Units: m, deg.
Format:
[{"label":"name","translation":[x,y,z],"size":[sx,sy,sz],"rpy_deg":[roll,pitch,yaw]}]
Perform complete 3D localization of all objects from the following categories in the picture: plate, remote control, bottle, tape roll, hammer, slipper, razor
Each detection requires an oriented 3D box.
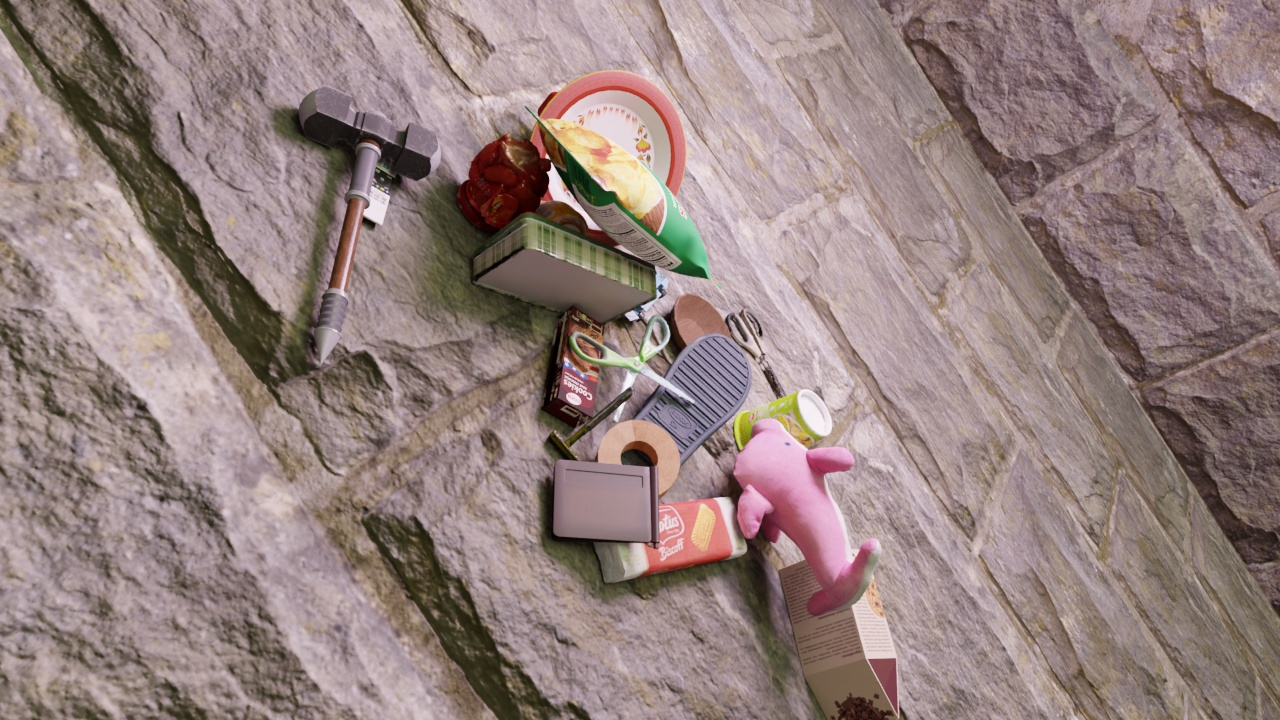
[{"label":"plate","translation":[-0.044,-0.262,1.202],"size":[0.229,0.230,0.021],"rpy_deg":[26,7,-35]},{"label":"remote control","translation":[-0.288,-0.198,1.014],"size":[0.028,0.012,0.124],"rpy_deg":[29,45,-32]},{"label":"bottle","translation":[-0.159,-0.204,1.081],"size":[0.099,0.111,0.098],"rpy_deg":[28,45,-33]},{"label":"tape roll","translation":[-0.004,0.115,1.035],"size":[0.094,0.027,0.093],"rpy_deg":[5,63,-9]},{"label":"hammer","translation":[-0.292,-0.133,0.926],"size":[0.156,0.043,0.321],"rpy_deg":[19,52,-27]},{"label":"bottle","translation":[-0.107,-0.167,1.129],"size":[0.063,0.063,0.108],"rpy_deg":[28,10,-33]},{"label":"slipper","translation":[0.046,0.075,1.137],"size":[0.101,0.083,0.262],"rpy_deg":[38,58,6]},{"label":"razor","translation":[-0.048,0.066,1.028],"size":[0.042,0.106,0.026],"rpy_deg":[50,-1,-7]}]

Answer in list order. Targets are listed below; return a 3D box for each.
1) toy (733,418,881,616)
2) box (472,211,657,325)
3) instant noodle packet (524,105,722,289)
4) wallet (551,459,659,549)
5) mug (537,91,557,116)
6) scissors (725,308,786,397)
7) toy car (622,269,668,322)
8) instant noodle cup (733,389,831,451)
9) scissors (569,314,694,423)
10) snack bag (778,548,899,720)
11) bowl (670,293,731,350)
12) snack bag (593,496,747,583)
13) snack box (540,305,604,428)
[{"label":"toy","translation":[0.182,0.186,1.135],"size":[0.127,0.187,0.265],"rpy_deg":[-4,51,-33]},{"label":"box","translation":[-0.087,-0.103,1.085],"size":[0.205,0.118,0.050],"rpy_deg":[17,61,-38]},{"label":"instant noodle packet","translation":[-0.018,-0.193,1.093],"size":[0.252,0.090,0.195],"rpy_deg":[34,13,-44]},{"label":"wallet","translation":[-0.036,0.153,0.983],"size":[0.115,0.018,0.091],"rpy_deg":[4,62,-9]},{"label":"mug","translation":[-0.091,-0.315,1.236],"size":[0.116,0.097,0.080],"rpy_deg":[21,37,-40]},{"label":"scissors","translation":[0.191,-0.011,1.411],"size":[0.169,0.013,0.132],"rpy_deg":[42,42,-15]},{"label":"toy car","translation":[-0.007,-0.091,1.239],"size":[0.060,0.028,0.107],"rpy_deg":[50,48,-10]},{"label":"instant noodle cup","translation":[0.201,0.093,1.271],"size":[0.099,0.108,0.098],"rpy_deg":[29,44,-32]},{"label":"scissors","translation":[-0.006,0.006,1.090],"size":[0.171,0.021,0.171],"rpy_deg":[30,48,-14]},{"label":"snack bag","translation":[0.255,0.352,1.156],"size":[0.069,0.095,0.206],"rpy_deg":[15,54,-41]},{"label":"bowl","translation":[0.080,-0.037,1.293],"size":[0.117,0.030,0.117],"rpy_deg":[28,46,-33]},{"label":"snack bag","translation":[0.037,0.204,1.066],"size":[0.224,0.041,0.077],"rpy_deg":[4,63,-48]},{"label":"snack box","translation":[-0.078,0.006,1.085],"size":[0.051,0.032,0.140],"rpy_deg":[32,44,-29]}]
